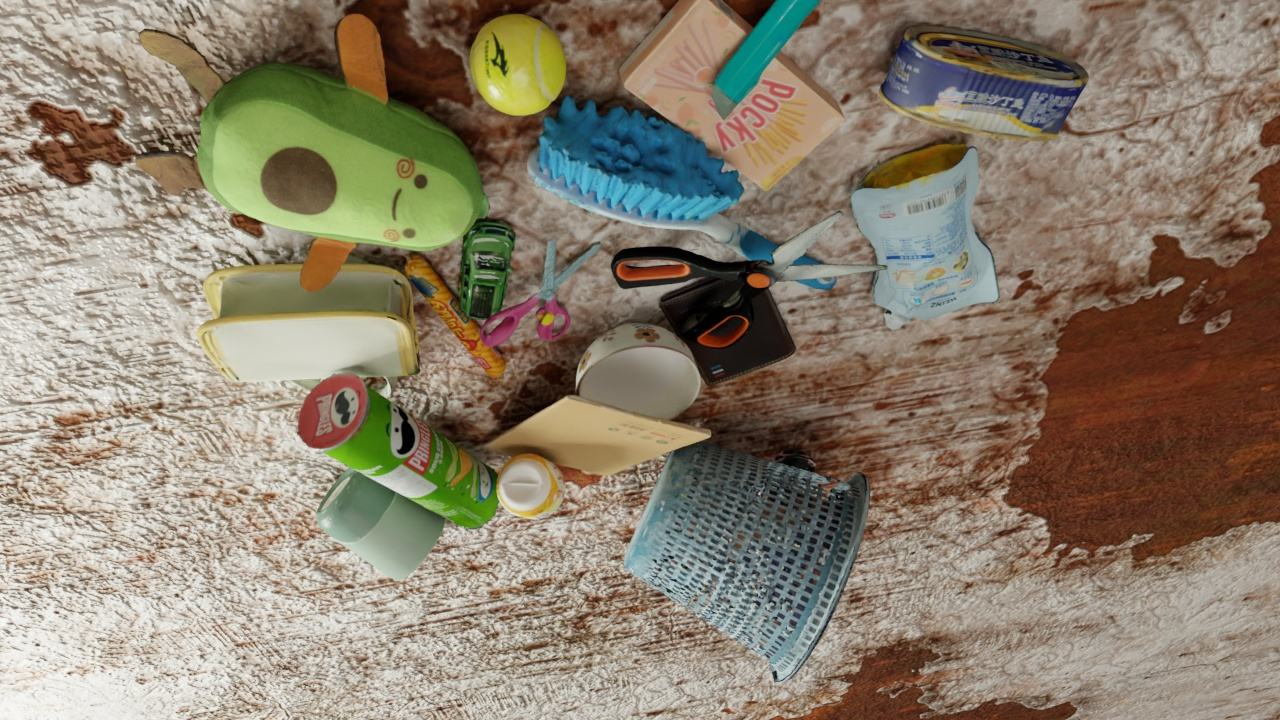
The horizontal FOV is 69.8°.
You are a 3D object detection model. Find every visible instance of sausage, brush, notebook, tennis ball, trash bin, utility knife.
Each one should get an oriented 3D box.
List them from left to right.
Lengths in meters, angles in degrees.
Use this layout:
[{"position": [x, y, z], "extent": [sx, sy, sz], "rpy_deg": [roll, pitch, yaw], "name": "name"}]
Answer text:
[{"position": [-0.160, -0.036, 0.805], "extent": [0.021, 0.021, 0.165], "rpy_deg": [-21, 135, 11], "name": "sausage"}, {"position": [-0.083, -0.199, 0.620], "extent": [0.065, 0.065, 0.066], "rpy_deg": [-5, 136, -5], "name": "tennis ball"}, {"position": [-0.048, 0.077, 0.888], "extent": [0.147, 0.008, 0.208], "rpy_deg": [16, 157, -25], "name": "notebook"}, {"position": [0.055, -0.119, 0.731], "extent": [0.314, 0.060, 0.110], "rpy_deg": [14, 160, -21], "name": "brush"}, {"position": [0.098, 0.181, 0.939], "extent": [0.195, 0.225, 0.227], "rpy_deg": [24, 132, 4], "name": "trash bin"}, {"position": [0.116, -0.253, 0.618], "extent": [0.029, 0.013, 0.210], "rpy_deg": [29, 113, -31], "name": "utility knife"}]

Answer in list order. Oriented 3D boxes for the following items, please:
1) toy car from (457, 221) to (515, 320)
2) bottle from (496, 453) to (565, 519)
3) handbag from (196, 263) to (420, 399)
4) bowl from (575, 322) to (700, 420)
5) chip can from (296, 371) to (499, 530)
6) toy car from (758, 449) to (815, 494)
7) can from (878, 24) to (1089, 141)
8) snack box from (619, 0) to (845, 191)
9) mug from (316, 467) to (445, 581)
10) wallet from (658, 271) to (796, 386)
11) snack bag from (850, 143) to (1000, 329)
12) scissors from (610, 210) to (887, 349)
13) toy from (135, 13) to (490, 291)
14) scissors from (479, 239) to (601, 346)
[{"position": [-0.129, -0.074, 0.764], "extent": [0.043, 0.036, 0.091], "rpy_deg": [4, 131, -13], "name": "toy car"}, {"position": [-0.107, 0.132, 0.944], "extent": [0.063, 0.063, 0.108], "rpy_deg": [-14, 166, 4], "name": "bottle"}, {"position": [-0.274, -0.014, 0.791], "extent": [0.163, 0.063, 0.179], "rpy_deg": [-2, 150, -9], "name": "handbag"}, {"position": [-0.005, 0.005, 0.847], "extent": [0.113, 0.062, 0.114], "rpy_deg": [-5, 139, -5], "name": "bowl"}, {"position": [-0.215, 0.092, 0.858], "extent": [0.072, 0.072, 0.236], "rpy_deg": [-22, 147, 12], "name": "chip can"}, {"position": [0.162, 0.150, 1.049], "extent": [0.056, 0.037, 0.123], "rpy_deg": [4, 122, -11], "name": "toy car"}, {"position": [0.252, -0.203, 0.672], "extent": [0.148, 0.074, 0.049], "rpy_deg": [4, 132, -14], "name": "can"}, {"position": [0.070, -0.197, 0.679], "extent": [0.157, 0.026, 0.085], "rpy_deg": [28, 125, -32], "name": "snack box"}, {"position": [-0.271, 0.161, 0.943], "extent": [0.106, 0.082, 0.112], "rpy_deg": [40, 161, -19], "name": "mug"}, {"position": [0.083, -0.033, 0.858], "extent": [0.096, 0.020, 0.122], "rpy_deg": [-22, 133, 12], "name": "wallet"}, {"position": [0.252, -0.100, 0.806], "extent": [0.110, 0.038, 0.191], "rpy_deg": [-24, 137, 6], "name": "snack bag"}, {"position": [0.083, -0.065, 0.756], "extent": [0.221, 0.021, 0.222], "rpy_deg": [9, 150, 9], "name": "scissors"}, {"position": [-0.221, -0.138, 0.640], "extent": [0.246, 0.089, 0.228], "rpy_deg": [11, 135, -19], "name": "toy"}, {"position": [-0.087, -0.053, 0.783], "extent": [0.128, 0.017, 0.134], "rpy_deg": [-24, 150, -25], "name": "scissors"}]
